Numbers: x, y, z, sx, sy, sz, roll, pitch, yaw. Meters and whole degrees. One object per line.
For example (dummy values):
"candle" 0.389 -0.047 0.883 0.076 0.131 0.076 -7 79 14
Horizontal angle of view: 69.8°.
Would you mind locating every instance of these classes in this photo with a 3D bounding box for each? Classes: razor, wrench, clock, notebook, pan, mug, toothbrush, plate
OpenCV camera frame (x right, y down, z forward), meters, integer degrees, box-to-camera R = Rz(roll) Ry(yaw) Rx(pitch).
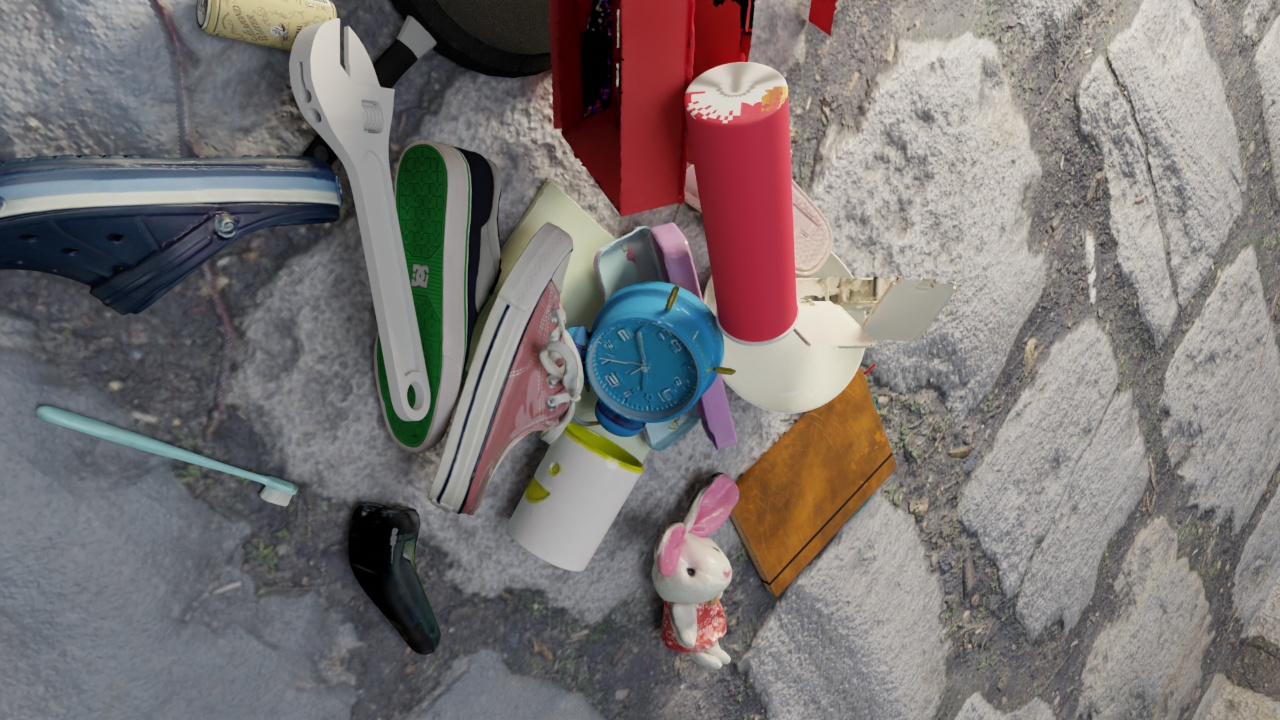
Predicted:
"razor" -0.193 0.179 0.754 0.067 0.054 0.151 -45 132 -40
"wrench" -0.183 -0.089 0.625 0.086 0.018 0.273 -29 113 -67
"clock" -0.005 0.005 0.785 0.117 0.162 0.060 52 28 -15
"notebook" 0.210 0.140 1.066 0.248 0.014 0.178 -41 123 -22
"notebook" -0.046 -0.014 0.833 0.252 0.010 0.181 39 78 -37
"pan" -0.133 -0.279 0.681 0.225 0.034 0.355 43 75 -38
"mug" -0.057 0.119 0.806 0.082 0.082 0.106 26 94 -39
"toothbrush" -0.324 0.068 0.640 0.180 0.016 0.016 31 91 -39
"plate" 0.140 -0.037 0.923 0.182 0.034 0.182 2 84 -19

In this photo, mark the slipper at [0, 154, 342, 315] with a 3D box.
"slipper" -0.302 -0.077 0.559 0.252 0.105 0.095 -14 103 -36

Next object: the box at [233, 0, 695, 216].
"box" -0.123 -0.216 0.631 0.325 0.152 0.214 -4 135 -7

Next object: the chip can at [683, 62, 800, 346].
"chip can" 0.079 -0.106 0.673 0.069 0.069 0.221 -43 146 -21

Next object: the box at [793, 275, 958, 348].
"box" 0.172 -0.043 0.817 0.143 0.191 0.069 -2 91 -15

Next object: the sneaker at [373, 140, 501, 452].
"sneaker" -0.146 -0.045 0.708 0.078 0.084 0.235 -5 106 -54

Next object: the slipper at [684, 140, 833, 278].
"slipper" 0.102 -0.163 0.848 0.239 0.064 0.094 37 77 -25

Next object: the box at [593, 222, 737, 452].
"box" 0.030 -0.019 0.843 0.077 0.096 0.214 -59 139 -55

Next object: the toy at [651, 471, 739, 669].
"toy" 0.055 0.226 0.930 0.158 0.084 0.194 -30 120 -54

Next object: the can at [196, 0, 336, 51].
"can" -0.246 -0.227 0.605 0.079 0.038 0.038 1 101 -37

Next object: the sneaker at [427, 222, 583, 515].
"sneaker" -0.087 0.011 0.718 0.088 0.118 0.241 20 82 -7
